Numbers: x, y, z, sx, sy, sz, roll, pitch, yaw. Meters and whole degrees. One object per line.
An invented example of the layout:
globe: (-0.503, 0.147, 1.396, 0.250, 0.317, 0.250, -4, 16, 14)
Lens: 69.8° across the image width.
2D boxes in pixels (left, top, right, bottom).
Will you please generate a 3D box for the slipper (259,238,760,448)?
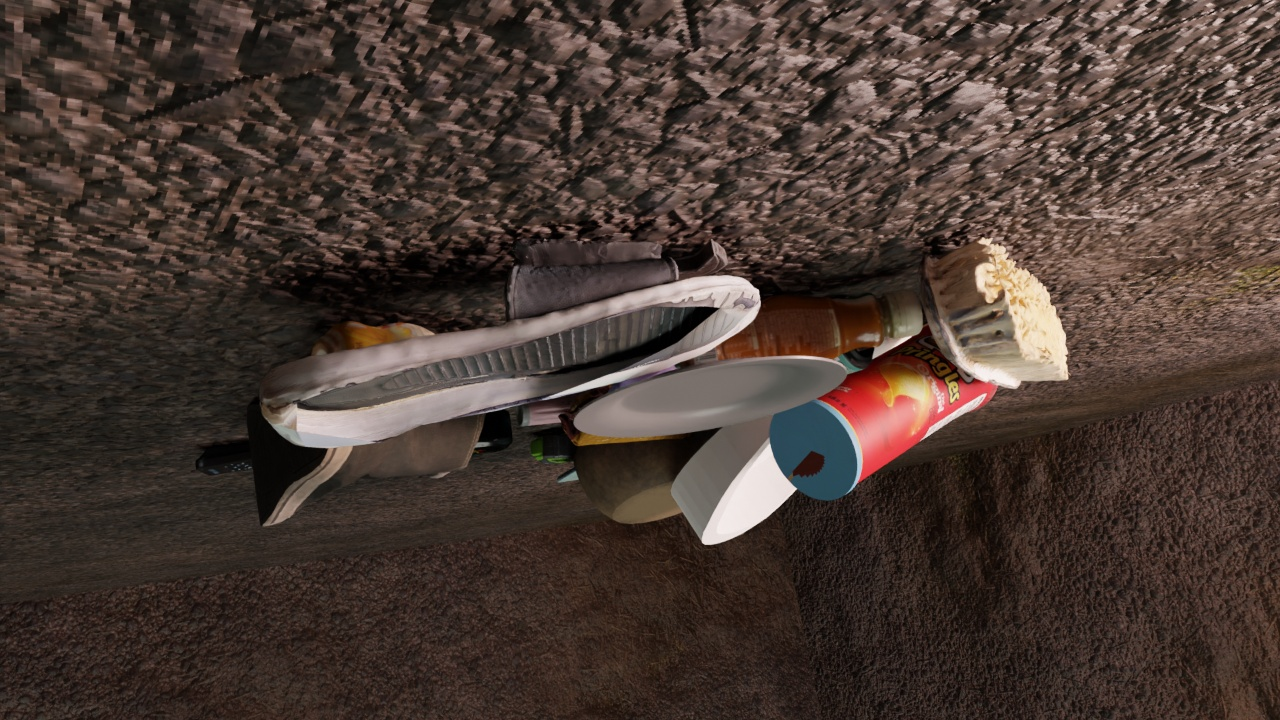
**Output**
slipper: (-0.064, -0.017, 0.482, 0.263, 0.063, 0.111, -17, 161, -9)

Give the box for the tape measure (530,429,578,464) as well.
tape measure: (-0.094, 0.098, 1.056, 0.059, 0.035, 0.065, -3, 168, 6)

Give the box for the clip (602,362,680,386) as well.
clip: (-0.004, 0.004, 0.735, 0.075, 0.023, 0.037, -7, 166, -21)

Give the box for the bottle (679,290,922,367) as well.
bottle: (0.108, -0.018, 0.633, 0.167, 0.059, 0.059, -11, 168, 3)

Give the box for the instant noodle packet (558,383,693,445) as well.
instant noodle packet: (0.002, 0.040, 0.819, 0.135, 0.039, 0.099, -2, 146, -26)

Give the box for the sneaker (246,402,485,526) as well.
sneaker: (-0.214, 0.060, 0.677, 0.119, 0.095, 0.235, 0, 157, -39)

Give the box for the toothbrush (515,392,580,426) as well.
toothbrush: (-0.008, 0.037, 0.871, 0.222, 0.027, 0.027, -6, 164, -22)

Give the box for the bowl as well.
bowl: (0.017, 0.113, 0.947, 0.162, 0.070, 0.162, -15, 154, -7)

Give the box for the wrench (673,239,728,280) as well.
wrench: (-0.043, -0.024, 0.604, 0.070, 0.010, 0.274, -1, 165, -34)

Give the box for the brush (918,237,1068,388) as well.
brush: (0.262, -0.026, 0.666, 0.057, 0.083, 0.270, -17, 165, 29)

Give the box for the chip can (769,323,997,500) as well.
chip can: (0.204, 0.035, 0.750, 0.212, 0.087, 0.087, -23, 178, -38)

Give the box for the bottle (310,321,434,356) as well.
bottle: (-0.139, 0.008, 0.552, 0.109, 0.063, 0.063, 0, 164, -38)

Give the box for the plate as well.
plate: (0.044, 0.022, 0.598, 0.178, 0.012, 0.178, -9, 164, -3)

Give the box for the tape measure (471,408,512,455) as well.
tape measure: (-0.155, 0.066, 0.847, 0.072, 0.042, 0.071, -6, 167, 0)

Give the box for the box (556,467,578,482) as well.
box: (0.035, 0.095, 1.044, 0.226, 0.039, 0.182, -2, 152, -31)

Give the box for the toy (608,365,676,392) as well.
toy: (-0.005, 0.011, 0.689, 0.080, 0.036, 0.100, -14, 143, -3)

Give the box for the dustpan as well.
dustpan: (0.146, 0.072, 0.839, 0.258, 0.053, 0.191, -42, 156, 19)

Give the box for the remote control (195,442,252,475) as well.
remote control: (-0.317, 0.079, 0.828, 0.150, 0.022, 0.047, -9, 167, -13)

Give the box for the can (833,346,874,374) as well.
can: (0.125, -0.008, 0.706, 0.102, 0.055, 0.054, -21, 164, 41)
